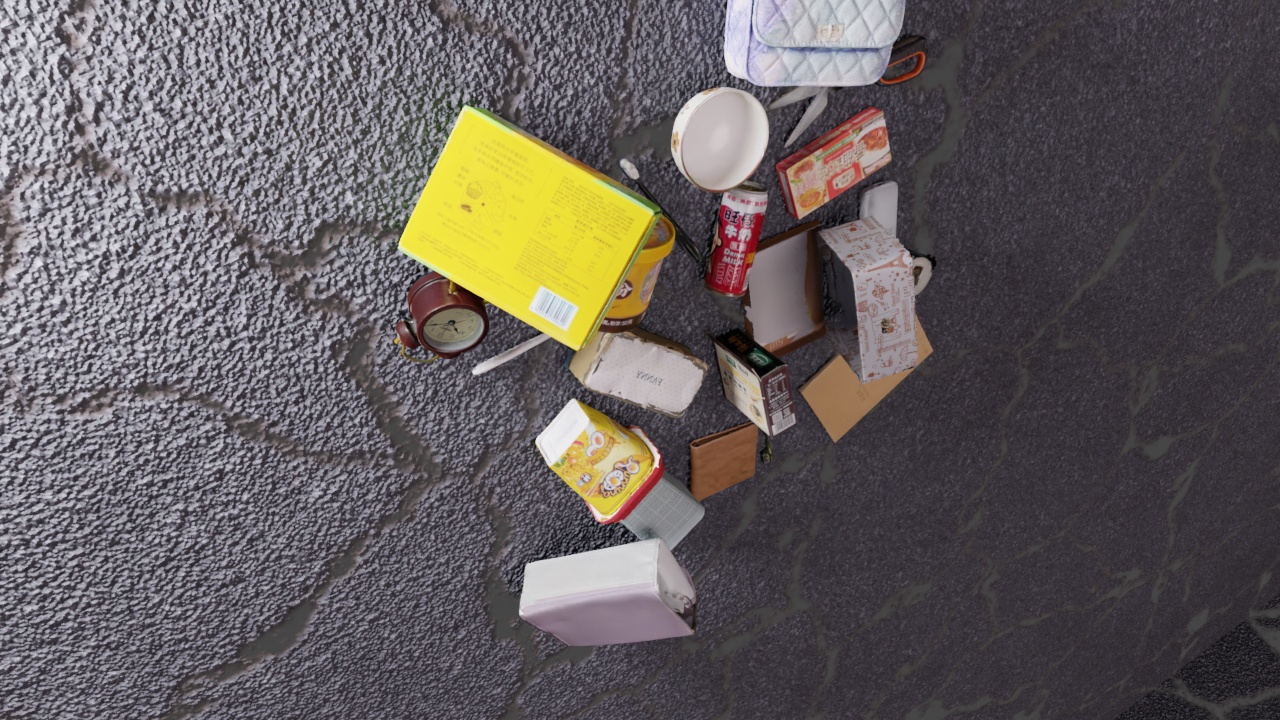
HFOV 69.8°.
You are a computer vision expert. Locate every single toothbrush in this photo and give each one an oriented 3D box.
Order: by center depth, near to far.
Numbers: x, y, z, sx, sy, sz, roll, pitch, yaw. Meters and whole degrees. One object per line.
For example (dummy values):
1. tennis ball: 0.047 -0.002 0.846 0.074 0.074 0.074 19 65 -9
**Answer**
1. toothbrush: -0.115 -0.029 1.063 0.180 0.016 0.016 -29 120 -14
2. toothbrush: 0.028 -0.169 1.066 0.015 0.018 0.181 -47 132 -3
3. toothbrush: 0.172 0.077 1.307 0.017 0.012 0.186 -21 127 -11

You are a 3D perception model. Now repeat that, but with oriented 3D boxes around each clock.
1. clock: -0.207 -0.042 0.964 0.082 0.055 0.122 20 125 -41

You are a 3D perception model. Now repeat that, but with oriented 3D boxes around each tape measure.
1. tape measure: 0.379 -0.123 1.297 0.065 0.033 0.066 7 113 -33

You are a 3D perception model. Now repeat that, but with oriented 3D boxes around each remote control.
1. remote control: 0.320 -0.175 1.238 0.055 0.020 0.136 -23 127 -20

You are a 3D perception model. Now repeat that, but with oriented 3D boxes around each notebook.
1. notebook: 0.341 0.013 1.373 0.211 0.012 0.149 -43 132 -2

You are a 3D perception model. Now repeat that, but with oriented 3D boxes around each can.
1. can: 0.115 -0.147 1.107 0.053 0.053 0.133 -5 120 -29

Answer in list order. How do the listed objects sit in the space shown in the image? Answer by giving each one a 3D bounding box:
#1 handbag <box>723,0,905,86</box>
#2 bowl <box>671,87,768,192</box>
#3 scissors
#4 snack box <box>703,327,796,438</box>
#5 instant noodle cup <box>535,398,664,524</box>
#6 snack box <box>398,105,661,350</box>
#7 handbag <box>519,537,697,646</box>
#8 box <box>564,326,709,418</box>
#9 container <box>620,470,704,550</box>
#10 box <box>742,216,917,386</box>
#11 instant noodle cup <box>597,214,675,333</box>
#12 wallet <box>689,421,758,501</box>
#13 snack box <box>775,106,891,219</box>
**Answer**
1. handbag: 0.191 -0.368 0.995 0.193 0.075 0.134 -9 119 -22
2. bowl: 0.079 -0.249 1.017 0.113 0.062 0.114 -16 124 -25
3. scissors: 0.246 -0.357 1.087 0.221 0.021 0.211 -10 119 -20
4. snack box: 0.143 0.022 1.187 0.053 0.113 0.126 -28 129 -16
5. instant noodle cup: -0.054 0.119 1.136 0.123 0.116 0.116 40 93 -29
6. snack box: -0.107 -0.130 0.899 0.210 0.070 0.158 29 103 1
7. handbag: -0.039 0.314 1.216 0.197 0.098 0.145 -13 131 19
8. box: -0.007 0.007 1.125 0.184 0.060 0.090 23 103 -37
9. container: 0.009 0.186 1.223 0.090 0.090 0.111 -46 128 0
10. box: 0.229 -0.070 1.175 0.193 0.156 0.183 -17 124 -4
11. instant noodle cup: -0.031 -0.102 1.010 0.118 0.118 0.115 -7 130 -28
12. wallet: 0.119 0.143 1.311 0.115 0.020 0.101 -19 127 -24
13. snack box: 0.242 -0.246 1.143 0.152 0.025 0.075 -33 129 -11
